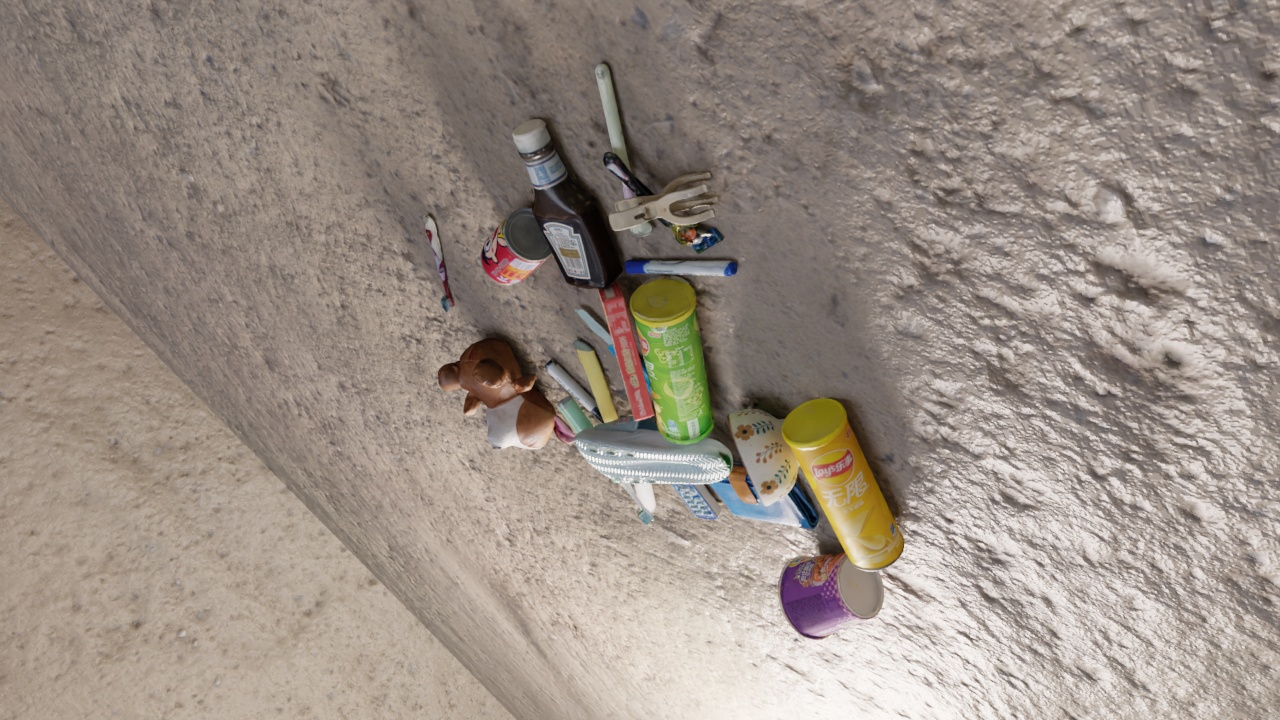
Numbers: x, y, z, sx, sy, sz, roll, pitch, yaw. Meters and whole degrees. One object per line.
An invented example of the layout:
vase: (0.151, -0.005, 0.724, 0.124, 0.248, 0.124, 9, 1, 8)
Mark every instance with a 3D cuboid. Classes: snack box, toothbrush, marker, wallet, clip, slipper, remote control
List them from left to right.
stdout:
toothbrush: (-0.281, -0.131, 1.270, 0.016, 0.017, 0.188, 27, 148, 19)
marker: (-0.083, 0.048, 1.290, 0.130, 0.018, 0.023, 45, 139, -10)
toothbrush: (-0.048, 0.146, 1.335, 0.224, 0.027, 0.027, 54, 152, -6)
toothbrush: (-0.018, -0.201, 0.897, 0.029, 0.020, 0.190, 13, 139, 27)
snack box: (-0.017, -0.013, 1.058, 0.075, 0.025, 0.153, -111, 6, -66)
toothbrush: (-0.004, 0.150, 1.326, 0.026, 0.026, 0.221, 1, 138, 12)
slipper: (0.015, 0.111, 1.204, 0.246, 0.074, 0.104, -1, 144, 38)
clip: (0.025, -0.153, 0.876, 0.105, 0.080, 0.035, -4, 124, 31)
marker: (0.041, -0.098, 0.968, 0.146, 0.016, 0.017, 7, 136, 43)
remote control: (0.067, 0.174, 1.283, 0.049, 0.024, 0.125, -5, 129, 50)
wallet: (0.152, 0.172, 1.180, 0.133, 0.040, 0.106, 0, 136, 46)

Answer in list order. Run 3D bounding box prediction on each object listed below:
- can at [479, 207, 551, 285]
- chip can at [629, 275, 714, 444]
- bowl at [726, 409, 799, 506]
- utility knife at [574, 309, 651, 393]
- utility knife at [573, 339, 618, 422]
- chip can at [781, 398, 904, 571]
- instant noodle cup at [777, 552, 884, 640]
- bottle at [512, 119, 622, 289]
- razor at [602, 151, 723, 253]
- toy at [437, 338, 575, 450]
can: (-0.145, -0.131, 1.076, 0.066, 0.066, 0.094, 45, 149, -9)
chip can: (0.040, 0.007, 1.051, 0.073, 0.072, 0.222, 21, 144, 29)
bowl: (0.149, 0.104, 1.049, 0.062, 0.113, 0.113, -22, 123, 9)
utility knife: (-0.007, 0.007, 1.153, 0.207, 0.018, 0.034, 45, 149, -8)
utility knife: (-0.054, 0.051, 1.250, 0.031, 0.020, 0.195, 8, 128, 32)
chip can: (0.228, 0.142, 1.022, 0.072, 0.071, 0.213, 4, 134, 45)
instant noodle cup: (0.249, 0.295, 1.175, 0.111, 0.111, 0.099, 45, 140, -8)
bottle: (-0.083, -0.165, 0.990, 0.080, 0.043, 0.195, 11, 138, 39)
razor: (0.017, -0.153, 0.899, 0.142, 0.022, 0.043, 39, 148, -18)
toy: (-0.194, 0.066, 1.343, 0.140, 0.130, 0.199, -1, 140, 41)
